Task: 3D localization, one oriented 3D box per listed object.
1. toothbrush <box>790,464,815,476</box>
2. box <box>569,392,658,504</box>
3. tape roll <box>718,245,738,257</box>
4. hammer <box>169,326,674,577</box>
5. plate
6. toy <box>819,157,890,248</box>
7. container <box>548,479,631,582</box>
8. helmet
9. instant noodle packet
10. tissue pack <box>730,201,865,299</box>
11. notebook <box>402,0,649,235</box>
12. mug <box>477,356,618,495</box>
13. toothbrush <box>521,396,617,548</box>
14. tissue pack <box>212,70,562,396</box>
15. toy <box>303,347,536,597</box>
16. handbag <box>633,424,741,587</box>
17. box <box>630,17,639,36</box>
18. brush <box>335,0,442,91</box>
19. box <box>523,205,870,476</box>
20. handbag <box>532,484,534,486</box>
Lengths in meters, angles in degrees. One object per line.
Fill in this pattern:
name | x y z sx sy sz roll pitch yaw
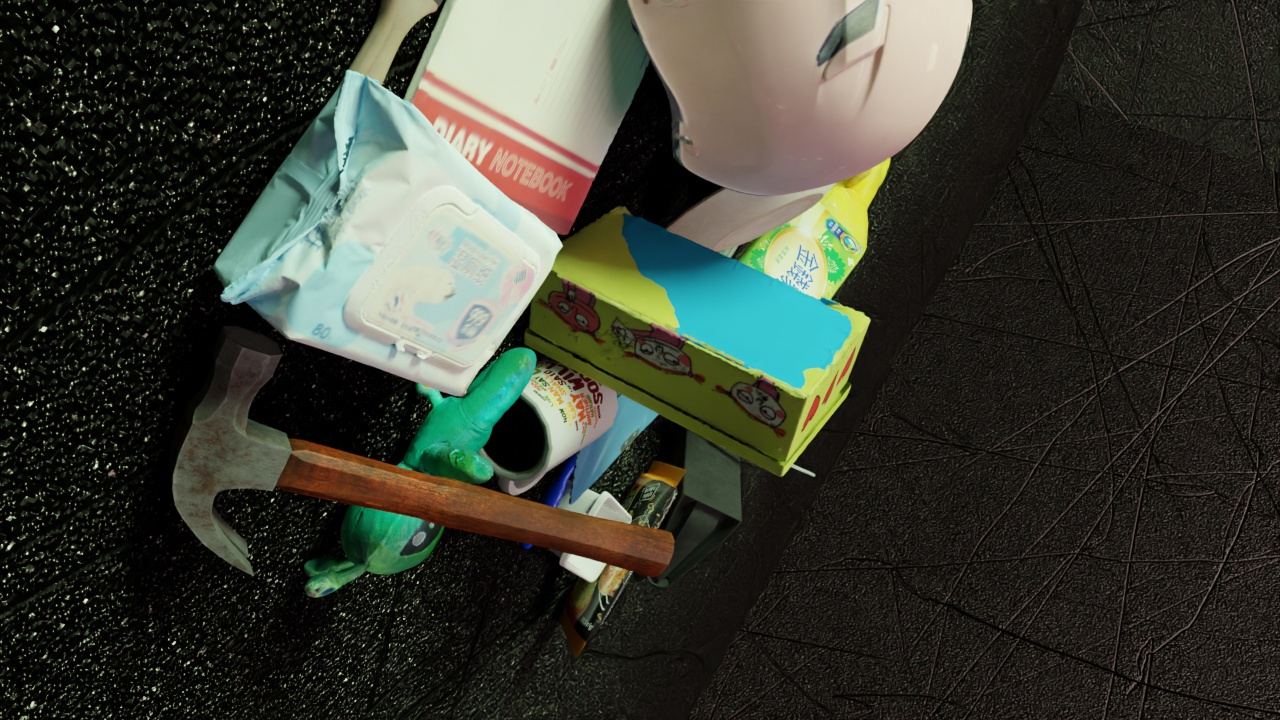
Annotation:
toothbrush | 0.117 0.091 1.054 0.010 0.181 0.010 -36 145 -60
box | -0.005 0.005 0.836 0.230 0.033 0.175 -41 150 -52
tape roll | 0.086 -0.133 0.927 0.092 0.013 0.093 -49 157 -30
hammer | -0.099 0.081 0.506 0.300 0.028 0.111 22 102 -36
plate | 0.104 -0.131 0.793 0.188 0.027 0.189 -25 176 -2
toy | 0.256 -0.188 1.158 0.207 0.092 0.134 -62 163 -6
container | -0.060 0.168 0.918 0.080 0.049 0.129 -57 160 -12
helmet | 0.114 -0.234 0.574 0.229 0.153 0.255 -12 103 -39
instant noodle packet | -0.024 0.211 1.019 0.220 0.032 0.160 -59 -172 -7
tissue pack | 0.131 -0.073 1.003 0.197 0.120 0.142 -42 -178 -30
notebook | -0.059 -0.160 0.541 0.153 0.012 0.208 -64 160 8
mug | -0.076 0.052 0.688 0.089 0.073 0.105 -30 143 -56
toothbrush | -0.064 0.096 0.861 0.182 0.016 0.018 -61 165 -1
tissue pack | -0.114 -0.052 0.449 0.112 0.070 0.182 -53 160 1
toy | -0.136 0.067 0.573 0.193 0.072 0.131 -54 -167 -19
handbag | 0.038 0.189 1.096 0.196 0.072 0.175 -59 -170 27
box | 0.077 -0.282 0.644 0.159 0.035 0.230 33 79 -50
brush | -0.102 -0.173 0.417 0.151 0.012 0.039 -62 161 1
box | 0.040 -0.020 0.661 0.124 0.221 0.081 -44 154 -46
handbag | -0.073 0.068 0.798 0.119 0.029 0.055 -27 136 -66
